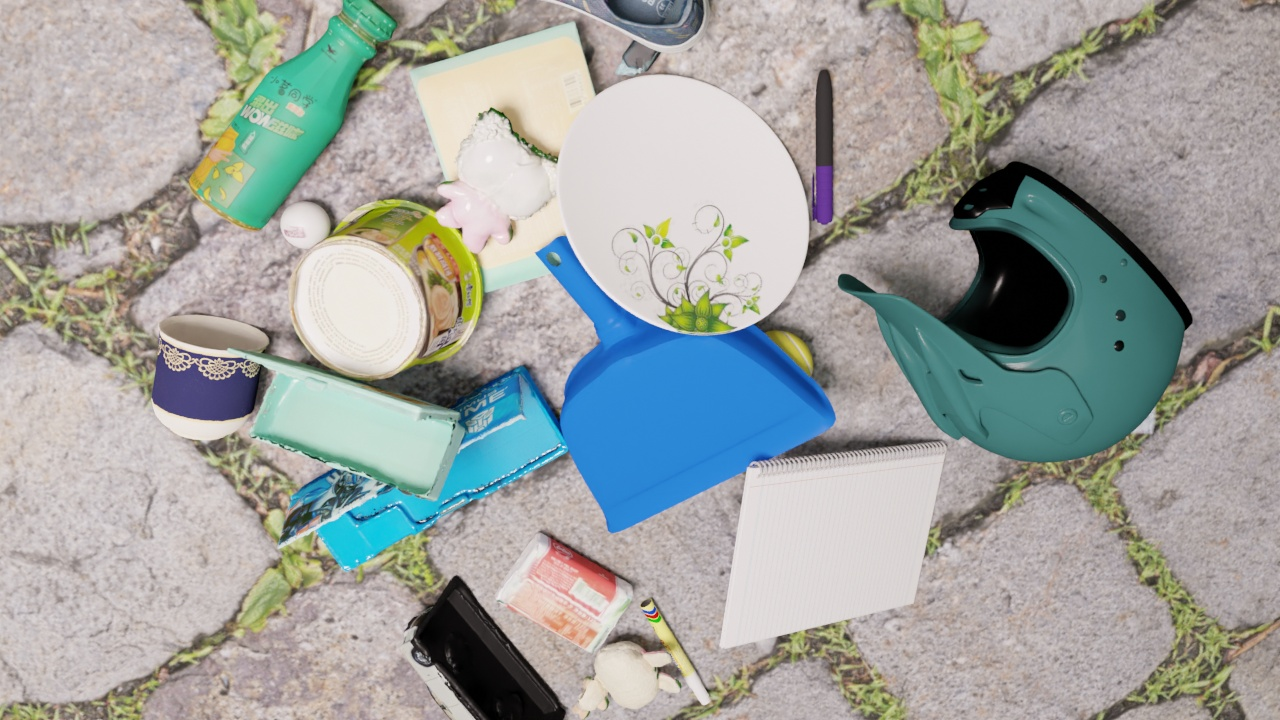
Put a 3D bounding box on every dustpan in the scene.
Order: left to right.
[{"bbox_3d":[-0.005,0.005,0.794,0.246,0.059,0.257,-30,115,23],"label":"dustpan"}]

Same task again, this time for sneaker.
[{"bbox_3d":[-0.053,-0.316,0.720,0.235,0.079,0.087,23,100,-3],"label":"sneaker"}]

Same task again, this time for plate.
[{"bbox_3d":[0.036,-0.129,0.774,0.229,0.030,0.229,5,75,-21],"label":"plate"}]

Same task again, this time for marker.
[{"bbox_3d":[0.037,0.298,0.934,0.014,0.014,0.132,-29,105,3],"label":"marker"},{"bbox_3d":[0.162,-0.188,0.814,0.018,0.015,0.134,3,107,23],"label":"marker"}]

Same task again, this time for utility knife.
[{"bbox_3d":[0.037,-0.307,0.769,0.029,0.020,0.173,38,98,-5],"label":"utility knife"}]

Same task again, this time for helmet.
[{"bbox_3d":[0.315,-0.025,0.786,0.274,0.176,0.200,40,95,-16],"label":"helmet"}]

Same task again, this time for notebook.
[{"bbox_3d":[0.187,0.168,0.861,0.245,0.013,0.178,-2,107,-31],"label":"notebook"}]

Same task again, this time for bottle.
[{"bbox_3d":[-0.277,-0.204,0.743,0.068,0.068,0.210,39,98,-13],"label":"bottle"}]

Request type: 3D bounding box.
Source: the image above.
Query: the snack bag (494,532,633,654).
[{"bbox_3d":[-0.073,0.226,0.893,0.116,0.036,0.077,33,101,-13],"label":"snack bag"}]

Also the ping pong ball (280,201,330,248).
[{"bbox_3d":[-0.285,-0.115,0.781,0.040,0.040,0.040,-1,105,-5],"label":"ping pong ball"}]

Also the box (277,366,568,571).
[{"bbox_3d":[-0.189,0.109,0.811,0.243,0.115,0.094,-29,106,3],"label":"box"}]

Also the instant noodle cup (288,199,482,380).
[{"bbox_3d":[-0.213,-0.054,0.756,0.146,0.097,0.146,4,110,12],"label":"instant noodle cup"}]

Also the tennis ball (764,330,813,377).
[{"bbox_3d":[0.124,0.005,0.836,0.065,0.065,0.065,-1,105,-5],"label":"tennis ball"}]

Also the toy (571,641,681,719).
[{"bbox_3d":[-0.015,0.315,0.913,0.112,0.050,0.087,-20,124,12],"label":"toy"}]

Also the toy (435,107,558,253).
[{"bbox_3d":[-0.118,-0.140,0.743,0.095,0.041,0.109,37,102,-25],"label":"toy"}]

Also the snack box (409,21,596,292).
[{"bbox_3d":[-0.095,-0.170,0.781,0.141,0.044,0.194,-16,106,1],"label":"snack box"}]

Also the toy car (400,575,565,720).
[{"bbox_3d":[-0.163,0.317,0.894,0.071,0.093,0.192,-27,107,24],"label":"toy car"}]

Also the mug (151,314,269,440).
[{"bbox_3d":[-0.383,0.013,0.793,0.112,0.085,0.089,24,107,25],"label":"mug"}]

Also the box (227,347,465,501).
[{"bbox_3d":[-0.244,0.043,0.731,0.188,0.093,0.077,16,74,20],"label":"box"}]
